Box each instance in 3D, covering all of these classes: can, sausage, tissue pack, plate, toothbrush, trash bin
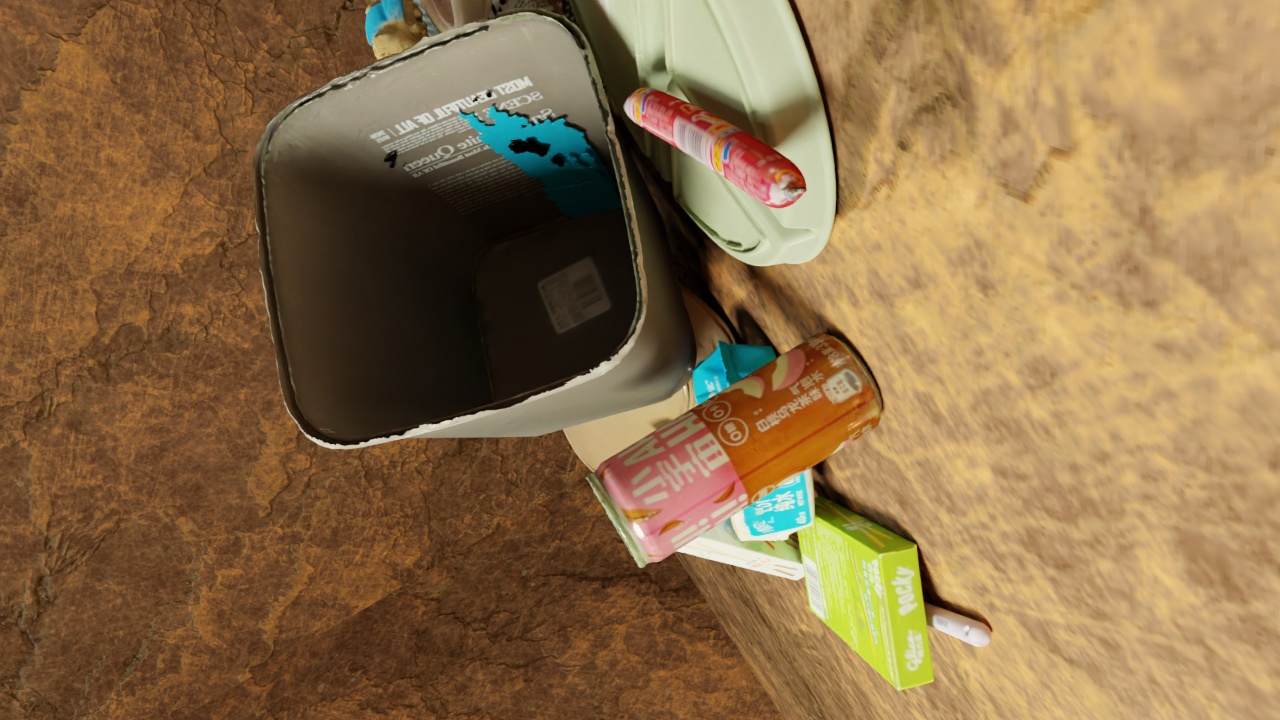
[{"bbox_3d":[0.049,0.045,0.470,0.058,0.147,0.058,58,173,12],"label":"can"},{"bbox_3d":[0.025,-0.092,0.375,0.156,0.020,0.020,49,168,54],"label":"sausage"},{"bbox_3d":[0.074,0.058,0.614,0.140,0.063,0.089,70,-174,-56],"label":"tissue pack"},{"bbox_3d":[0.016,-0.142,0.431,0.230,0.027,0.230,58,172,13],"label":"plate"},{"bbox_3d":[0.174,0.158,0.586,0.189,0.021,0.029,133,148,-81],"label":"toothbrush"},{"bbox_3d":[-0.073,-0.051,0.545,0.219,0.199,0.198,28,-133,-72],"label":"trash bin"}]

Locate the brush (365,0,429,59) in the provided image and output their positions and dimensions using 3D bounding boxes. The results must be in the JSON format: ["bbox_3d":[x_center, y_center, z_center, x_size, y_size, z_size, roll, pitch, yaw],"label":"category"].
[{"bbox_3d":[-0.166,-0.233,0.553,0.255,0.046,0.083,78,172,-70],"label":"brush"}]

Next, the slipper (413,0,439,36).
[{"bbox_3d":[-0.122,-0.255,0.673,0.104,0.074,0.245,10,112,58],"label":"slipper"}]

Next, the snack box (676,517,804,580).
[{"bbox_3d":[0.068,0.110,0.685,0.156,0.027,0.084,23,-137,-40],"label":"snack box"}]

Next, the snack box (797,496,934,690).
[{"bbox_3d":[0.144,0.148,0.612,0.156,0.026,0.086,-168,68,-81],"label":"snack box"}]

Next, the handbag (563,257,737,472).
[{"bbox_3d":[-0.004,0.004,0.733,0.147,0.099,0.205,56,145,6],"label":"handbag"}]

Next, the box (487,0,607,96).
[{"bbox_3d":[-0.060,-0.229,0.571,0.163,0.076,0.075,63,156,21],"label":"box"}]

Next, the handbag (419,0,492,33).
[{"bbox_3d":[-0.129,-0.285,0.499,0.193,0.093,0.234,56,166,36],"label":"handbag"}]
